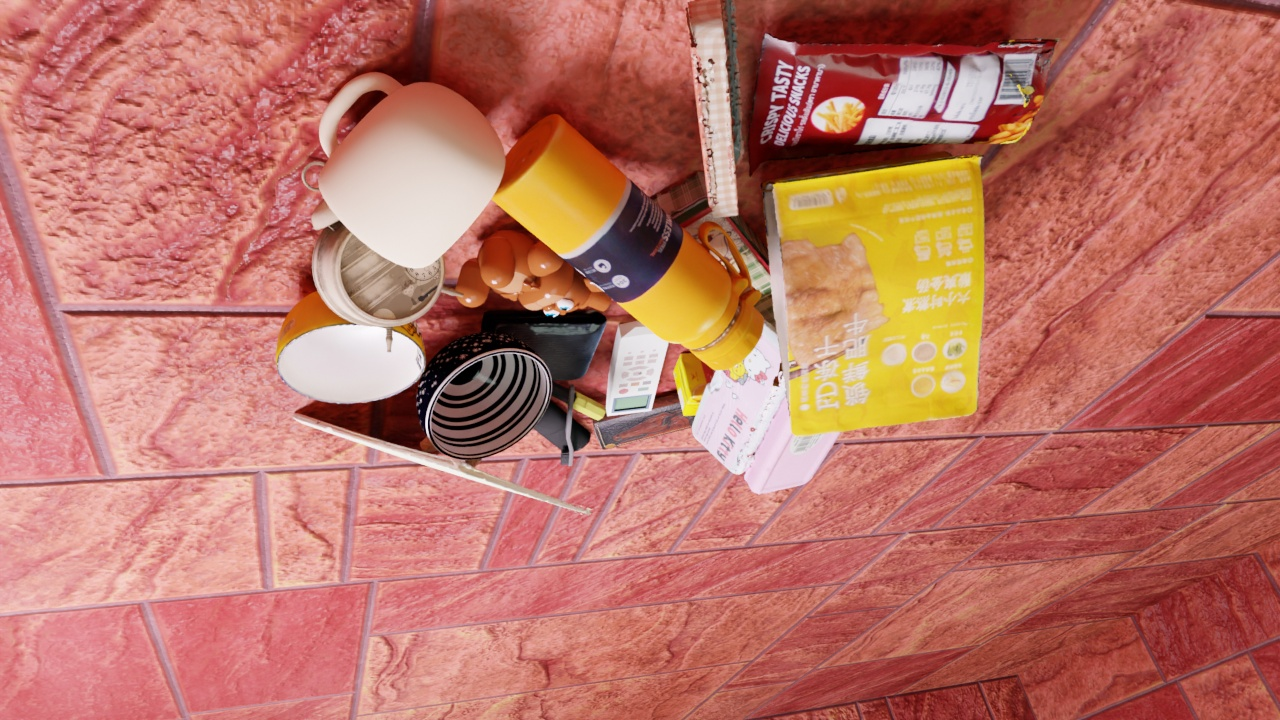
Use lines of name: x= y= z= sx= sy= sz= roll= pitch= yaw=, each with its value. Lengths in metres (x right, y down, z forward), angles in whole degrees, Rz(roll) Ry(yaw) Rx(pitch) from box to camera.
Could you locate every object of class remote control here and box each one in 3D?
remote control: x=-0.100 y=0.069 z=1.003 sx=0.041 sy=0.020 sz=0.152 roll=-24 pitch=149 yaw=12
remote control: x=-0.006 y=0.006 z=0.938 sx=0.049 sy=0.024 sz=0.144 roll=-6 pitch=145 yaw=-13

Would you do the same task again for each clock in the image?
clock: x=-0.198 y=-0.083 z=0.671 sx=0.092 sy=0.055 sz=0.141 roll=-41 pitch=118 yaw=-20

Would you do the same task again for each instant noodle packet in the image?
instant noodle packet: x=0.192 y=-0.050 z=0.753 sx=0.163 sy=0.084 sz=0.222 roll=-8 pitch=106 yaw=-1

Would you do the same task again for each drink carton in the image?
drink carton: x=0.106 y=0.022 z=0.976 sx=0.134 sy=0.058 sz=0.043 roll=-3 pitch=147 yaw=-15

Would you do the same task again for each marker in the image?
marker: x=-0.080 y=0.036 z=0.960 sx=0.021 sy=0.017 sz=0.123 roll=19 pitch=172 yaw=42

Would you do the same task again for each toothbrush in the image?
toothbrush: x=-0.076 y=0.073 z=0.988 sx=0.013 sy=0.012 sz=0.168 roll=-1 pitch=146 yaw=-8

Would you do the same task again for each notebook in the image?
notebook: x=-0.194 y=0.101 z=0.890 sx=0.253 sy=0.010 sz=0.182 roll=9 pitch=165 yaw=39

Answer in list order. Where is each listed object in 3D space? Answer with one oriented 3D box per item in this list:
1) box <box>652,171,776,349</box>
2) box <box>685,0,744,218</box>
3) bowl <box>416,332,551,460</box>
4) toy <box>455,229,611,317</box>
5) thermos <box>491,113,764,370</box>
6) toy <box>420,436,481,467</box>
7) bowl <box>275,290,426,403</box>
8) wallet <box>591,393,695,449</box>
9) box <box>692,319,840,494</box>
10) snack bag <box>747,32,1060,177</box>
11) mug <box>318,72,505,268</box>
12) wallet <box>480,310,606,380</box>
box: x=0.057 y=-0.075 z=0.817 sx=0.118 sy=0.051 sz=0.205 roll=-25 pitch=147 yaw=18
box: x=0.053 y=-0.179 z=0.634 sx=0.041 sy=0.082 sz=0.187 roll=-5 pitch=150 yaw=5
bowl: x=-0.147 y=0.022 z=0.820 sx=0.120 sy=0.066 sz=0.120 roll=-22 pitch=136 yaw=-24
toy: x=-0.082 y=-0.062 z=0.758 sx=0.127 sy=0.065 sz=0.095 roll=21 pitch=157 yaw=-33
thermos: x=0.004 y=-0.083 z=0.686 sx=0.092 sy=0.076 sz=0.232 roll=-33 pitch=122 yaw=32
toy: x=-0.161 y=0.055 z=0.910 sx=0.106 sy=0.085 sz=0.074 roll=-42 pitch=100 yaw=9
bowl: x=-0.241 y=-0.022 z=0.763 sx=0.117 sy=0.067 sz=0.117 roll=-10 pitch=148 yaw=-6
wallet: x=0.009 y=0.067 z=1.043 sx=0.123 sy=0.019 sz=0.072 roll=-14 pitch=152 yaw=0
box: x=0.128 y=0.051 z=0.875 sx=0.146 sy=0.077 sz=0.202 roll=16 pitch=138 yaw=0
snack bag: x=0.184 y=-0.189 z=0.676 sx=0.208 sy=0.066 sz=0.139 roll=-8 pitch=158 yaw=-4
mug: x=-0.151 y=-0.137 z=0.605 sx=0.100 sy=0.096 sz=0.120 roll=-42 pitch=98 yaw=20
wallet: x=-0.096 y=-0.013 z=0.873 sx=0.114 sy=0.026 sz=0.089 roll=-2 pitch=144 yaw=-19
